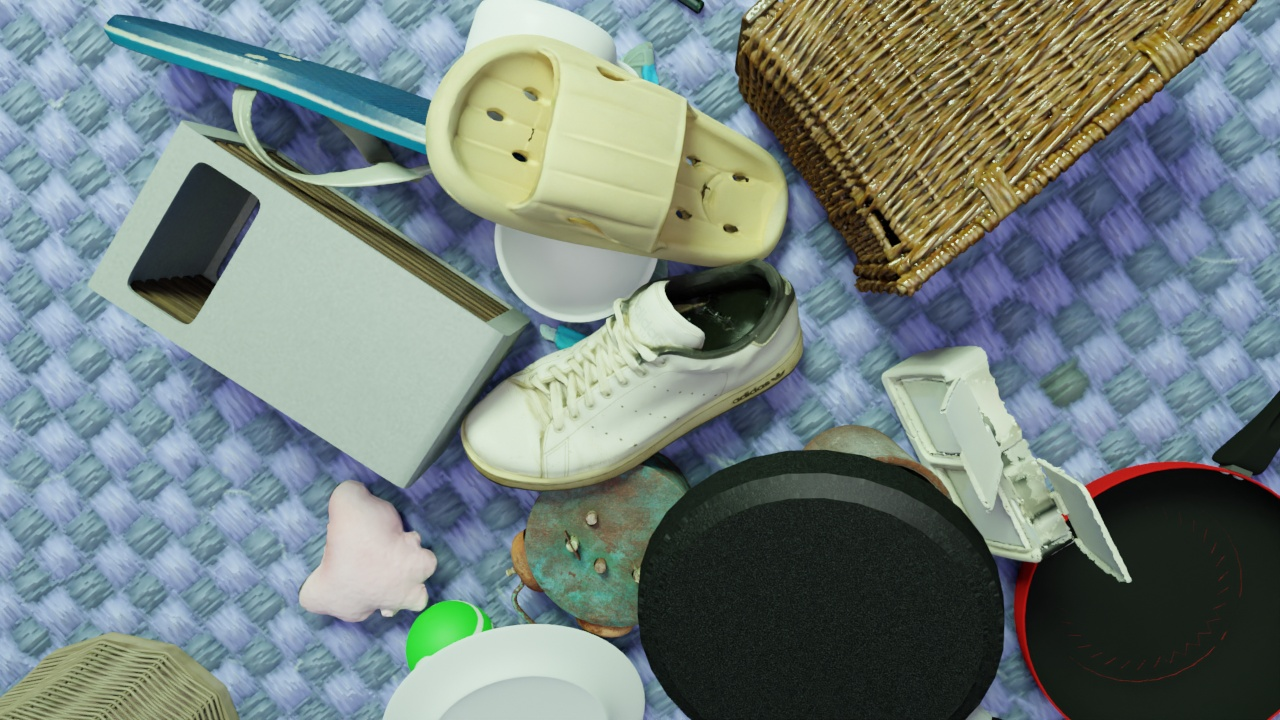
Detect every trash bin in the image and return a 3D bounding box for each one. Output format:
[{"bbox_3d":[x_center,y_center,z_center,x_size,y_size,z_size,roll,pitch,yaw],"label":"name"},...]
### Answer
[{"bbox_3d":[-0.205,-0.038,0.602,0.229,0.114,0.114,34,97,-4],"label":"trash bin"}]

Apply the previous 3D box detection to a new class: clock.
[{"bbox_3d":[-0.028,0.135,0.645,0.121,0.073,0.158,38,98,-4],"label":"clock"}]

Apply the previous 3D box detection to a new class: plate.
[{"bbox_3d":[-0.088,0.266,0.655,0.188,0.016,0.189,-6,119,-11],"label":"plate"}]

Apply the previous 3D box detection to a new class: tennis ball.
[{"bbox_3d":[-0.136,0.206,0.661,0.065,0.065,0.065,0,98,1],"label":"tennis ball"}]

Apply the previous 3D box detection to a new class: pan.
[{"bbox_3d":[0.394,0.104,0.633,0.209,0.067,0.356,21,98,-2],"label":"pan"},{"bbox_3d":[0.162,0.198,0.573,0.356,0.034,0.226,34,114,-4],"label":"pan"}]

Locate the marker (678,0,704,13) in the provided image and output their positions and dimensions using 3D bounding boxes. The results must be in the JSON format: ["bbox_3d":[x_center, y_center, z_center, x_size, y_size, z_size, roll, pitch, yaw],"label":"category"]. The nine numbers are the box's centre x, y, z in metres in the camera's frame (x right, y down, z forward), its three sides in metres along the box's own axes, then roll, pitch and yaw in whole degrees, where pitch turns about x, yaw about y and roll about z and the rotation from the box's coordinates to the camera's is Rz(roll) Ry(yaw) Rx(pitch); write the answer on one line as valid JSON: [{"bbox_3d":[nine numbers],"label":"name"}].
[{"bbox_3d":[-0.022,-0.279,0.615,0.152,0.011,0.011,33,97,-4],"label":"marker"}]

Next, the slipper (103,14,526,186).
[{"bbox_3d":[-0.199,-0.154,0.591,0.295,0.118,0.060,19,112,3],"label":"slipper"}]

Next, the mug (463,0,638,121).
[{"bbox_3d":[-0.056,-0.183,0.592,0.115,0.094,0.068,14,97,-24],"label":"mug"}]

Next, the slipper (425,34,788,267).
[{"bbox_3d":[0.006,-0.118,0.545,0.261,0.079,0.111,11,88,-37],"label":"slipper"}]

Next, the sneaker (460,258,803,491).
[{"bbox_3d":[-0.003,0.004,0.586,0.241,0.102,0.089,-24,62,-8],"label":"sneaker"}]

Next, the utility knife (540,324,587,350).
[{"bbox_3d":[-0.019,0.000,0.654,0.117,0.015,0.022,27,91,0],"label":"utility knife"}]

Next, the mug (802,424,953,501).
[{"bbox_3d":[0.166,0.103,0.619,0.123,0.110,0.096,29,103,-3],"label":"mug"}]

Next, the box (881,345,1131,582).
[{"bbox_3d":[0.216,0.064,0.573,0.066,0.185,0.145,-27,90,8],"label":"box"}]

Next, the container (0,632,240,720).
[{"bbox_3d":[-0.400,0.314,0.616,0.227,0.196,0.227,0,98,1],"label":"container"}]

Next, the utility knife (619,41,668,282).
[{"bbox_3d":[0.005,-0.119,0.637,0.031,0.015,0.196,-6,100,8],"label":"utility knife"}]

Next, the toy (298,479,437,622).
[{"bbox_3d":[-0.193,0.144,0.660,0.093,0.050,0.102,16,95,2],"label":"toy"}]

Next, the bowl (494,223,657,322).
[{"bbox_3d":[-0.041,-0.083,0.628,0.110,0.040,0.110,0,98,3],"label":"bowl"}]

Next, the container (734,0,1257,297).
[{"bbox_3d":[0.186,-0.186,0.554,0.250,0.162,0.183,-41,90,6],"label":"container"}]
